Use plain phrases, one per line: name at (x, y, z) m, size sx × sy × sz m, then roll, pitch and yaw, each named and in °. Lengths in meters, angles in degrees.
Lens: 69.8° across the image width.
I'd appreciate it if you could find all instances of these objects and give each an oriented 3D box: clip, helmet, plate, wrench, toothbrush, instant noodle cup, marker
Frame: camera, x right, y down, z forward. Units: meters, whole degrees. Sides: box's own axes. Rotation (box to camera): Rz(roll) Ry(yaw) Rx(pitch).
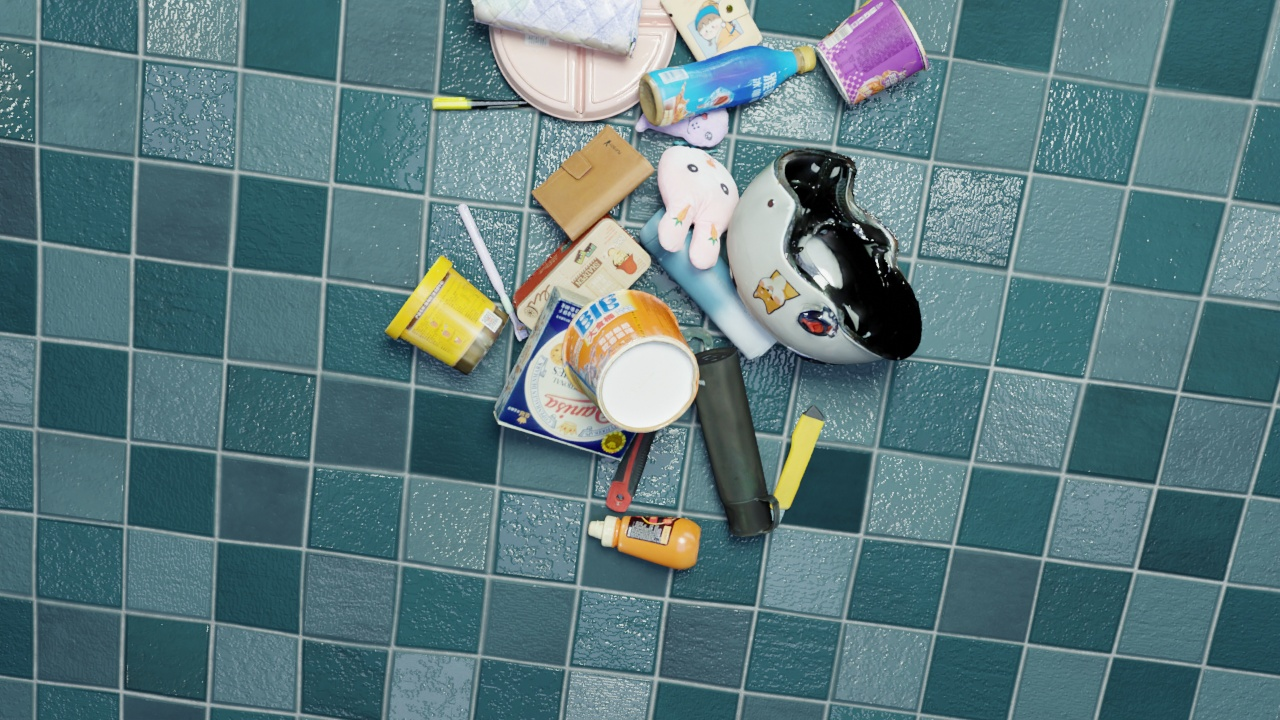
clip at (0.069, -0.266, 1.147) m, size 0.057 × 0.014 × 0.047 m, roll -4°, pitch 99°, yaw 1°
helmet at (0.199, -0.105, 1.090) m, size 0.157 × 0.229 × 0.274 m, roll -24°, pitch 104°, yaw 40°
plate at (-0.071, -0.408, 1.107) m, size 0.229 × 0.028 × 0.229 m, roll 0°, pitch 97°, yaw 2°
wrench at (0.018, 0.078, 1.212) m, size 0.056 × 0.016 × 0.273 m, roll 25°, pitch 99°, yaw -3°
toothbrush at (-0.188, -0.114, 1.177) m, size 0.021 × 0.029 × 0.189 m, roll -18°, pitch 101°, yaw 42°
instant noodle cup at (-0.237, -0.051, 1.145) m, size 0.114 × 0.118 × 0.118 m, roll 36°, pitch 99°, yaw -13°
instant noodle cup at (0.269, -0.363, 1.083) m, size 0.099 × 0.111 × 0.111 m, roll -32°, pitch 99°, yaw 16°
instant noodle cup at (-0.006, 0.006, 1.066) m, size 0.151 × 0.111 × 0.151 m, roll -8°, pitch 117°, yaw -16°
marker at (-0.196, -0.320, 1.139) m, size 0.124 × 0.018 × 0.015 m, roll -1°, pitch 102°, yaw 0°

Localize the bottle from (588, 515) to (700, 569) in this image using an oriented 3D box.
bottle at (0.004, 0.235, 1.222) m, size 0.149 × 0.066 × 0.067 m, roll 9°, pitch 101°, yaw 7°

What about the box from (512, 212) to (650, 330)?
box at (-0.076, -0.102, 1.154) m, size 0.168 × 0.075 × 0.091 m, roll -44°, pitch 115°, yaw 9°

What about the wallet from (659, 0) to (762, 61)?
wallet at (0.088, -0.410, 1.102) m, size 0.087 × 0.024 × 0.115 m, roll -36°, pitch 116°, yaw 5°

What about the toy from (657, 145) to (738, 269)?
toy at (0.068, -0.187, 1.102) m, size 0.121 × 0.054 × 0.159 m, roll 25°, pitch 58°, yaw -28°

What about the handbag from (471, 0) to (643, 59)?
handbag at (-0.087, -0.435, 1.054) m, size 0.194 × 0.075 × 0.134 m, roll 14°, pitch 100°, yaw 1°

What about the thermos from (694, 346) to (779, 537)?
thermos at (0.126, 0.106, 1.176) m, size 0.068 × 0.090 × 0.242 m, roll -27°, pitch 108°, yaw -38°

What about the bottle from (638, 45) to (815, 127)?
bottle at (0.107, -0.335, 1.091) m, size 0.218 × 0.065 × 0.065 m, roll -19°, pitch 100°, yaw -15°

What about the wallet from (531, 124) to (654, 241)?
wallet at (-0.060, -0.218, 1.121) m, size 0.132 × 0.108 × 0.031 m, roll -40°, pitch 142°, yaw 1°

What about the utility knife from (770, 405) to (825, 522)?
utility knife at (0.202, 0.143, 1.221) m, size 0.033 × 0.015 × 0.181 m, roll 20°, pitch 101°, yaw 2°

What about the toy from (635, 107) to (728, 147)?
toy at (0.058, -0.302, 1.127) m, size 0.108 × 0.039 × 0.083 m, roll 19°, pitch 82°, yaw 3°

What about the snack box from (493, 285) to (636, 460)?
snack box at (-0.064, 0.021, 1.146) m, size 0.177 × 0.045 × 0.183 m, roll 20°, pitch 108°, yaw -26°

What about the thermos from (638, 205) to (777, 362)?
thermos at (0.087, -0.098, 1.150) m, size 0.070 × 0.070 × 0.220 m, roll -42°, pitch 98°, yaw 8°
